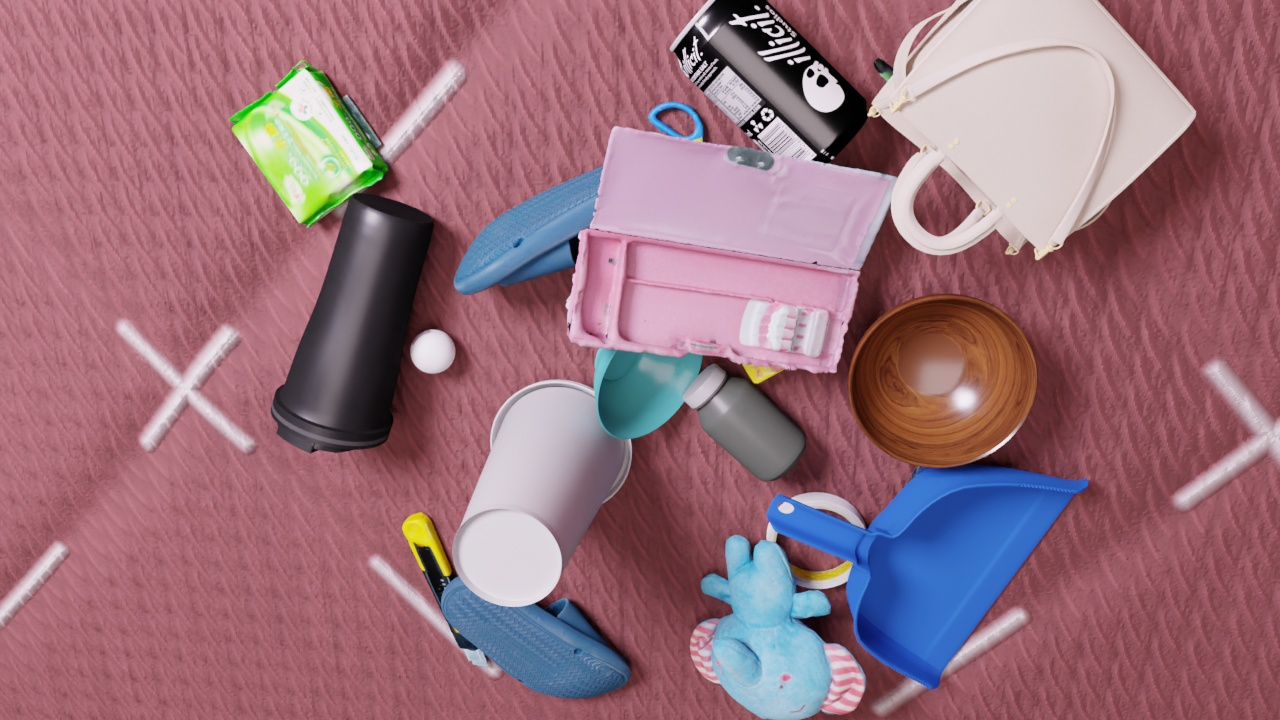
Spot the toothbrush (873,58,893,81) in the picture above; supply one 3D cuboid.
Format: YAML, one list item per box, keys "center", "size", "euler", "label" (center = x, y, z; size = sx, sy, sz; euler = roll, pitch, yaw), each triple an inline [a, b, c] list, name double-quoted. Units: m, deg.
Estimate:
- center: [0.253, -0.173, 0.737]
  size: [0.188, 0.017, 0.014]
  euler: [44, 105, -5]
  label: "toothbrush"

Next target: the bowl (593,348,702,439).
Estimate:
- center: [-0.005, 0.005, 0.800]
  size: [0.046, 0.120, 0.121]
  euler: [35, 116, 38]
  label: "bowl"

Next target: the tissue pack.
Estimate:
- center: [-0.284, -0.185, 0.792]
  size: [0.100, 0.034, 0.114]
  euler: [-30, 101, 18]
  label: "tissue pack"

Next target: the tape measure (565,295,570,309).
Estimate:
- center: [-0.034, -0.070, 0.782]
  size: [0.065, 0.064, 0.017]
  euler: [-43, 99, 14]
  label: "tape measure"

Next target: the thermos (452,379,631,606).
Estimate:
- center: [-0.083, 0.107, 0.766]
  size: [0.131, 0.221, 0.132]
  euler: [2, 109, 7]
  label: "thermos"

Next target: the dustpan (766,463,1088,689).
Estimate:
- center: [0.229, 0.166, 0.813]
  size: [0.257, 0.059, 0.246]
  euler: [23, 111, -9]
  label: "dustpan"

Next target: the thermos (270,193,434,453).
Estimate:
- center: [-0.248, -0.032, 0.809]
  size: [0.106, 0.105, 0.219]
  euler: [21, 105, 0]
  label: "thermos"

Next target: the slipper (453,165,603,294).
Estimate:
- center: [-0.064, -0.105, 0.755]
  size: [0.214, 0.103, 0.059]
  euler: [-25, 116, 17]
  label: "slipper"

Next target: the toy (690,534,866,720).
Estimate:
- center: [0.112, 0.254, 0.847]
  size: [0.184, 0.114, 0.181]
  euler: [1, 110, 40]
  label: "toy"

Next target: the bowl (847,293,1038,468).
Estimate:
- center: [0.246, 0.009, 0.769]
  size: [0.147, 0.068, 0.147]
  euler: [2, 108, 7]
  label: "bowl"

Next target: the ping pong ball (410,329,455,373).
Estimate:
- center: [-0.189, -0.008, 0.836]
  size: [0.040, 0.040, 0.040]
  euler: [2, 109, 7]
  label: "ping pong ball"

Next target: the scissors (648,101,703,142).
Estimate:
- center: [0.054, -0.155, 0.767]
  size: [0.132, 0.020, 0.097]
  euler: [33, 115, -5]
  label: "scissors"

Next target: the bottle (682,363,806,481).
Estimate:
- center: [0.091, 0.054, 0.810]
  size: [0.108, 0.060, 0.060]
  euler: [42, 109, -8]
  label: "bottle"

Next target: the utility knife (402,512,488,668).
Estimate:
- center: [-0.196, 0.239, 0.936]
  size: [0.029, 0.020, 0.186]
  euler: [-16, 107, 14]
  label: "utility knife"

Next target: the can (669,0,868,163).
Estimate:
- center: [0.099, -0.214, 0.705]
  size: [0.146, 0.080, 0.080]
  euler: [42, 109, -8]
  label: "can"

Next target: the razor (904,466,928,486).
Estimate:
- center: [0.249, 0.112, 0.832]
  size: [0.044, 0.018, 0.141]
  euler: [25, 112, -12]
  label: "razor"

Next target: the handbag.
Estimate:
- center: [0.261, -0.166, 0.673]
  size: [0.194, 0.101, 0.198]
  euler: [42, 95, -10]
  label: "handbag"

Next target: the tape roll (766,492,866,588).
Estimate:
- center: [0.166, 0.170, 0.862]
  size: [0.094, 0.019, 0.094]
  euler: [2, 109, 7]
  label: "tape roll"

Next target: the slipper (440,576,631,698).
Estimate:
- center: [-0.105, 0.274, 0.916]
  size: [0.213, 0.059, 0.104]
  euler: [38, 120, -19]
  label: "slipper"

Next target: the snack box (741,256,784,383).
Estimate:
- center: [0.093, -0.060, 0.784]
  size: [0.075, 0.025, 0.152]
  euler: [-29, 106, 16]
  label: "snack box"

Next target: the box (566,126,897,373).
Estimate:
- center: [0.068, -0.082, 0.717]
  size: [0.232, 0.050, 0.180]
  euler: [8, 113, -16]
  label: "box"
